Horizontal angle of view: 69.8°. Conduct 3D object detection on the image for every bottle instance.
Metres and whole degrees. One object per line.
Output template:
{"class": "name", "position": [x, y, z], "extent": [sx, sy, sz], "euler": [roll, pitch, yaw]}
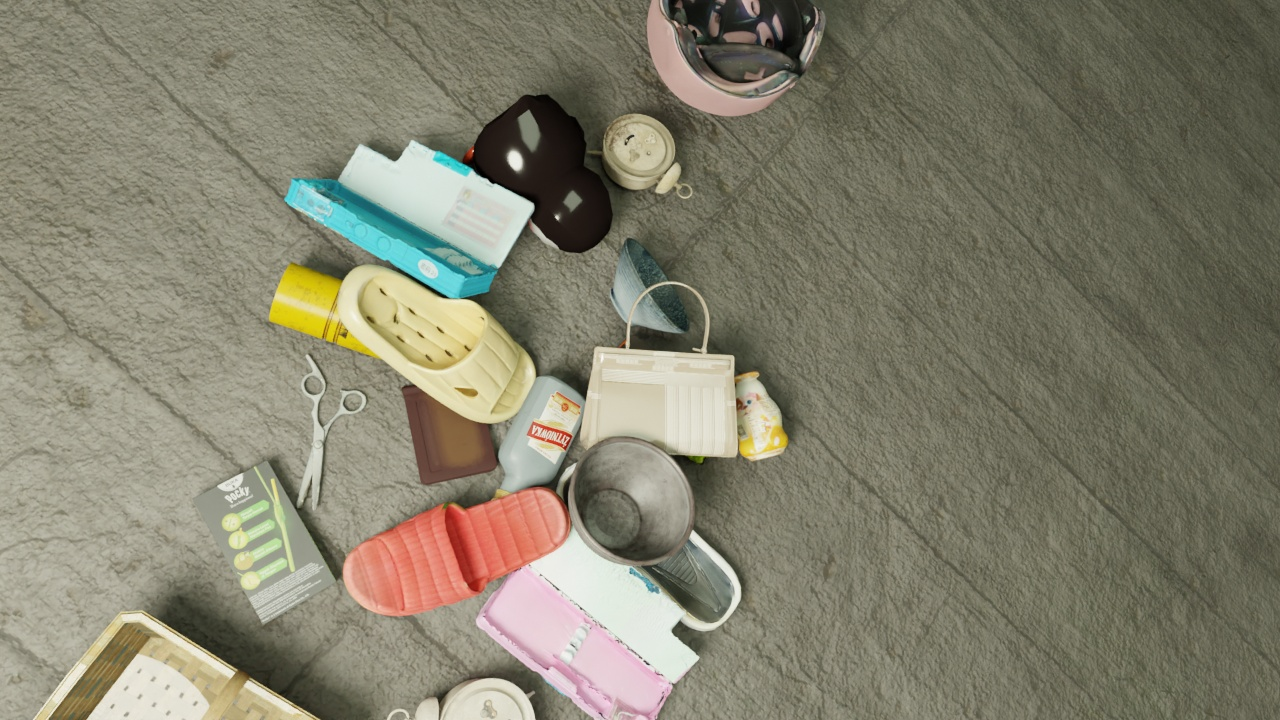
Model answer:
{"class": "bottle", "position": [-0.122, 0.102, 1.056], "extent": [0.072, 0.046, 0.161], "euler": [38, 66, -31]}
{"class": "bottle", "position": [0.145, 0.070, 1.154], "extent": [0.063, 0.063, 0.109], "euler": [-11, 82, -22]}
{"class": "bottle", "position": [-0.316, -0.047, 1.017], "extent": [0.163, 0.071, 0.071], "euler": [20, 71, -14]}

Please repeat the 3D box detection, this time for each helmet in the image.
{"class": "helmet", "position": [0.115, -0.438, 1.221], "extent": [0.230, 0.153, 0.255], "euler": [8, 73, -15]}

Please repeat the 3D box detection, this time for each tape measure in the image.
{"class": "tape measure", "position": [-0.007, 0.007, 1.133], "extent": [0.058, 0.038, 0.058], "euler": [35, 54, -9]}

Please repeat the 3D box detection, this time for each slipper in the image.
{"class": "slipper", "position": [-0.205, -0.016, 0.997], "extent": [0.261, 0.079, 0.111], "euler": [35, 63, -35]}
{"class": "slipper", "position": [0.019, 0.210, 1.077], "extent": [0.264, 0.063, 0.111], "euler": [47, 67, -6]}
{"class": "slipper", "position": [-0.196, 0.202, 0.974], "extent": [0.248, 0.059, 0.103], "euler": [-18, 79, -4]}

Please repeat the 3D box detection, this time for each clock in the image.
{"class": "clock", "position": [-0.188, 0.383, 0.962], "extent": [0.156, 0.061, 0.103], "euler": [15, 72, -23]}
{"class": "clock", "position": [0.008, -0.255, 1.192], "extent": [0.141, 0.055, 0.092], "euler": [38, 68, 1]}

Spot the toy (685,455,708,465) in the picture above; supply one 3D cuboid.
{"class": "toy", "position": [0.070, 0.079, 1.142], "extent": [0.093, 0.036, 0.094], "euler": [31, 62, -4]}

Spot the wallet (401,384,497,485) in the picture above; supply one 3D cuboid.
{"class": "wallet", "position": [-0.217, 0.078, 1.051], "extent": [0.091, 0.018, 0.115], "euler": [-10, 78, -21]}

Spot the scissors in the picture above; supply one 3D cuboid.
{"class": "scissors", "position": [-0.360, 0.077, 1.002], "extent": [0.117, 0.014, 0.161], "euler": [37, 65, -9]}

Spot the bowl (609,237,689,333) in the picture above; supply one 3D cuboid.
{"class": "bowl", "position": [0.000, -0.079, 1.133], "extent": [0.057, 0.137, 0.137], "euler": [-32, 88, 16]}

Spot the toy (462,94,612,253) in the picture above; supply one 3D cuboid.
{"class": "toy", "position": [-0.104, -0.216, 1.094], "extent": [0.158, 0.140, 0.184], "euler": [-38, 92, -23]}

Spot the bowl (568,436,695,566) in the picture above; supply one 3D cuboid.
{"class": "bowl", "position": [-0.019, 0.163, 1.005], "extent": [0.145, 0.067, 0.144], "euler": [12, 58, -20]}

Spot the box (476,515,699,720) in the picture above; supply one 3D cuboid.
{"class": "box", "position": [-0.050, 0.301, 1.032], "extent": [0.230, 0.063, 0.160], "euler": [41, 76, -6]}

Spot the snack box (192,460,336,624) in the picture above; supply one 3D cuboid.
{"class": "snack box", "position": [-0.391, 0.189, 0.956], "extent": [0.080, 0.025, 0.147], "euler": [-30, 88, -23]}

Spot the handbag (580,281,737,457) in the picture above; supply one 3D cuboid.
{"class": "handbag", "position": [0.028, 0.008, 1.061], "extent": [0.175, 0.062, 0.198], "euler": [4, 97, -13]}

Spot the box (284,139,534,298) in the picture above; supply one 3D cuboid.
{"class": "box", "position": [-0.257, -0.160, 1.035], "extent": [0.227, 0.085, 0.169], "euler": [29, 49, 8]}

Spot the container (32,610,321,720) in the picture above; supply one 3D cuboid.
{"class": "container", "position": [-0.403, 0.348, 0.825], "extent": [0.250, 0.187, 0.157], "euler": [36, 68, -8]}
